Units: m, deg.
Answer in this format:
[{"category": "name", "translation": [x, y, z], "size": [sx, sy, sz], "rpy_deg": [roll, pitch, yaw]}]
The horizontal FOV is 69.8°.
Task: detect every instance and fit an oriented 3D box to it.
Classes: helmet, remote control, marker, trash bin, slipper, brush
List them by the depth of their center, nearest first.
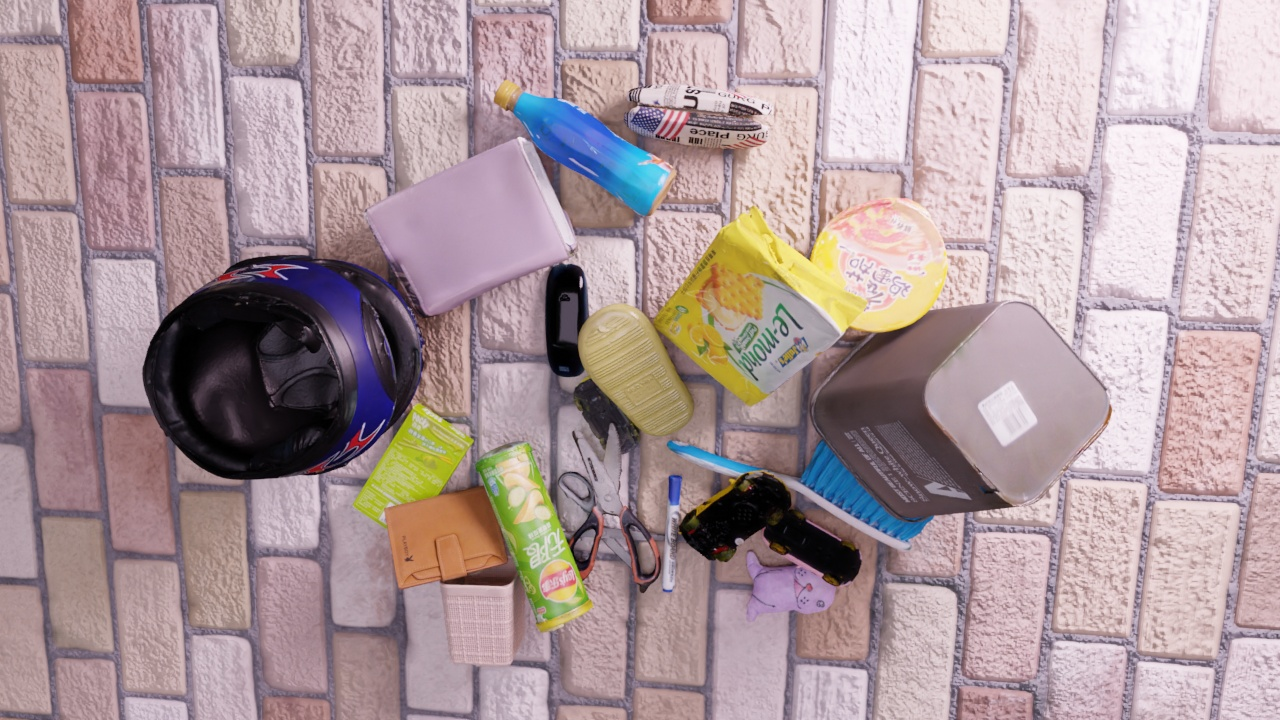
[{"category": "trash bin", "translation": [0.321, 0.051, 0.931], "size": [0.198, 0.220, 0.199], "rpy_deg": [-43, 93, -11]}, {"category": "helmet", "translation": [-0.357, -0.001, 1.004], "size": [0.316, 0.239, 0.247], "rpy_deg": [-12, 100, 29]}, {"category": "slipper", "translation": [-0.006, 0.006, 1.061], "size": [0.092, 0.081, 0.190], "rpy_deg": [-29, 122, 8]}, {"category": "brush", "translation": [0.191, 0.135, 1.074], "size": [0.314, 0.060, 0.109], "rpy_deg": [30, 105, 3]}, {"category": "remote control", "translation": [-0.087, -0.046, 1.085], "size": [0.053, 0.024, 0.136], "rpy_deg": [1, 100, 7]}, {"category": "marker", "translation": [0.038, 0.211, 1.117], "size": [0.017, 0.017, 0.146], "rpy_deg": [4, 98, 5]}]

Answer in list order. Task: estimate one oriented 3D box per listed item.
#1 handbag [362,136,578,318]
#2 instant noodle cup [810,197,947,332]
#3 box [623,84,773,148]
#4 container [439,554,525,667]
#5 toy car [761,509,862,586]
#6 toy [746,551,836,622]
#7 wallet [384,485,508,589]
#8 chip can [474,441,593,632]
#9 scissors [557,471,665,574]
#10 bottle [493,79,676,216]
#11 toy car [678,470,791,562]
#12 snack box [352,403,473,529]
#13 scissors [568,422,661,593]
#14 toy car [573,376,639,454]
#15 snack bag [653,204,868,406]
[{"category": "handbag", "translation": [-0.187, -0.148, 1.041], "size": [0.197, 0.098, 0.145], "rpy_deg": [-22, 95, 9]}, {"category": "instant noodle cup", "translation": [0.251, -0.105, 0.994], "size": [0.138, 0.109, 0.138], "rpy_deg": [1, 100, 7]}, {"category": "box", "translation": [0.062, -0.259, 1.011], "size": [0.163, 0.074, 0.081], "rpy_deg": [9, 110, 2]}, {"category": "container", "translation": [-0.190, 0.308, 1.127], "size": [0.090, 0.089, 0.111], "rpy_deg": [0, 102, 6]}, {"category": "toy car", "translation": [0.202, 0.222, 1.088], "size": [0.122, 0.037, 0.056], "rpy_deg": [30, 74, 5]}, {"category": "toy", "translation": [0.180, 0.271, 1.104], "size": [0.108, 0.039, 0.083], "rpy_deg": [-3, 78, 8]}, {"category": "wallet", "translation": [-0.233, 0.211, 1.099], "size": [0.131, 0.031, 0.107], "rpy_deg": [-11, 62, -14]}, {"category": "chip can", "translation": [-0.128, 0.205, 1.092], "size": [0.073, 0.072, 0.221], "rpy_deg": [-23, 87, 9]}, {"category": "scissors", "translation": [-0.053, 0.213, 1.133], "size": [0.159, 0.014, 0.181], "rpy_deg": [-27, 97, 10]}, {"category": "bottle", "translation": [-0.065, -0.244, 1.027], "size": [0.218, 0.065, 0.065], "rpy_deg": [33, 101, 0]}, {"category": "toy car", "translation": [0.112, 0.181, 1.077], "size": [0.071, 0.041, 0.156], "rpy_deg": [43, 120, -9]}, {"category": "snack box", "translation": [-0.282, 0.140, 1.138], "size": [0.086, 0.026, 0.156], "rpy_deg": [33, 102, 0]}, {"category": "scissors", "translation": [-0.039, 0.189, 1.110], "size": [0.189, 0.015, 0.222], "rpy_deg": [34, 105, -5]}, {"category": "toy car", "translation": [-0.040, 0.065, 1.096], "size": [0.048, 0.032, 0.105], "rpy_deg": [-27, 107, 11]}, {"category": "snack bag", "translation": [0.119, -0.054, 0.976], "size": [0.158, 0.247, 0.068], "rpy_deg": [40, 61, 0]}]
